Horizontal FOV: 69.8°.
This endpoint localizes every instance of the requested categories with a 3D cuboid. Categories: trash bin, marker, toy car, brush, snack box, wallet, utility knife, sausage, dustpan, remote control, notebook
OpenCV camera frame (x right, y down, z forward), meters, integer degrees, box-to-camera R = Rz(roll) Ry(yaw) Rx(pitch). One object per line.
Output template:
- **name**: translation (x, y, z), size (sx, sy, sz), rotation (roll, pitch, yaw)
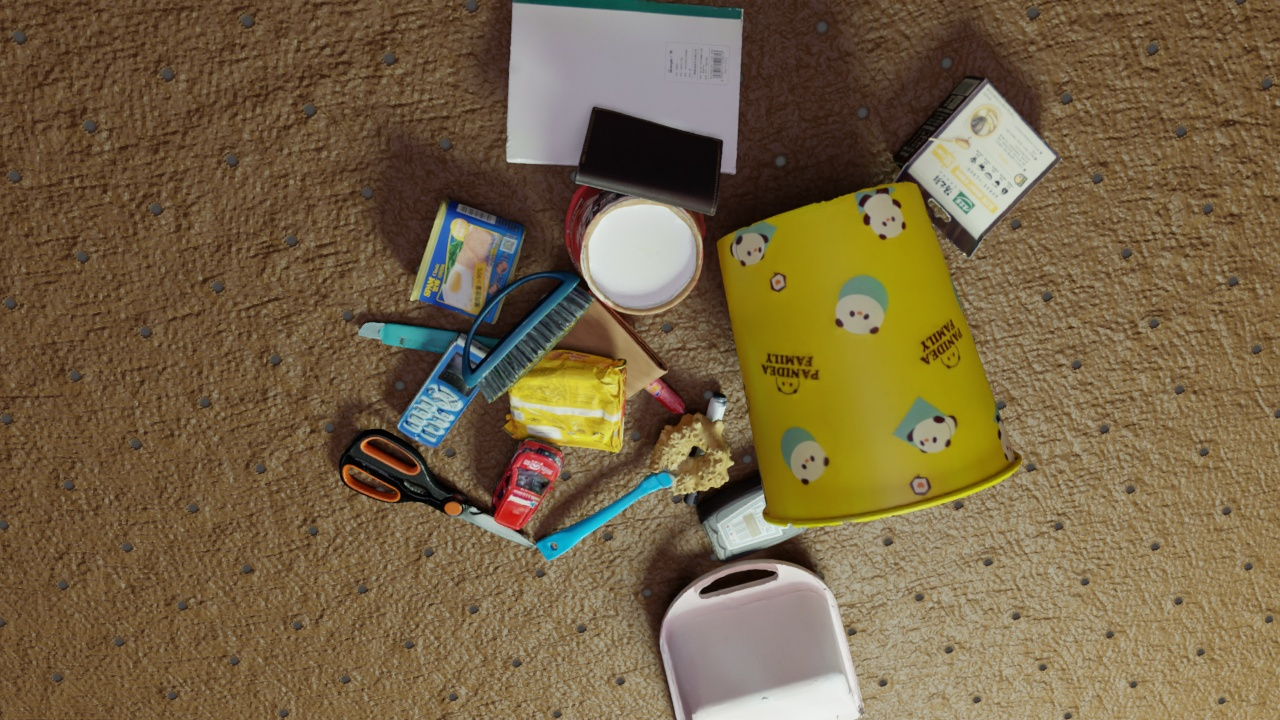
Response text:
- **trash bin**: translation (0.187, -0.007, 0.818), size (0.229, 0.229, 0.255), rotation (-16, 90, 2)
- **marker**: translation (0.068, 0.096, 0.974), size (0.018, 0.022, 0.131), rotation (13, 110, -2)
- **toy car**: translation (-0.118, 0.129, 0.946), size (0.053, 0.045, 0.121), rotation (20, 129, -12)
- **brush**: translation (-0.112, -0.031, 0.849), size (0.144, 0.055, 0.073), rotation (-44, 101, -2)
- **snack box**: translation (0.311, -0.183, 0.869), size (0.113, 0.053, 0.126), rotation (39, 104, -16)
- **wallet**: translation (-0.046, -0.004, 0.917), size (0.101, 0.020, 0.115), rotation (-35, 107, 29)
- **utility knife**: translation (-0.196, -0.016, 0.919), size (0.171, 0.013, 0.029), rotation (9, 113, -7)
- **sausage**: translation (-0.006, 0.005, 0.937), size (0.020, 0.020, 0.156), rotation (-42, 107, 11)
- **brush**: translation (-0.009, 0.143, 0.970), size (0.255, 0.045, 0.083), rotation (-35, 95, 16)
- **dustpan**: translation (0.138, 0.344, 1.061), size (0.222, 0.138, 0.274), rotation (-14, 146, -1)
- **wallet**: translation (0.010, -0.173, 0.791), size (0.122, 0.096, 0.020), rotation (14, 141, -6)
- **remote control**: translation (-0.195, 0.031, 0.925), size (0.049, 0.024, 0.125), rotation (32, 112, -18)
- **notebook**: translation (-0.013, -0.248, 0.825), size (0.209, 0.012, 0.150), rotation (2, 94, -5)

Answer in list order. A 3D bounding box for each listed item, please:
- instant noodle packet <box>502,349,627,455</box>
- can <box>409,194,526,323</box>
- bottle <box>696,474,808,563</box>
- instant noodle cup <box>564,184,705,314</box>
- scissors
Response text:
- **instant noodle packet**: translation (-0.076, 0.036, 0.912), size (0.128, 0.044, 0.111), rotation (9, 121, 11)
- **can**: translation (-0.162, -0.093, 0.870), size (0.083, 0.057, 0.102), rotation (19, 108, -13)
- **bottle**: translation (0.161, 0.150, 0.990), size (0.195, 0.044, 0.080), rotation (-24, 114, 4)
- **instant noodle cup**: translation (-0.003, -0.110, 0.846), size (0.138, 0.108, 0.138), rotation (-1, 110, -3)
- **scissors**: translation (-0.217, 0.156, 0.982), size (0.125, 0.021, 0.235), rotation (-32, 114, 18)
